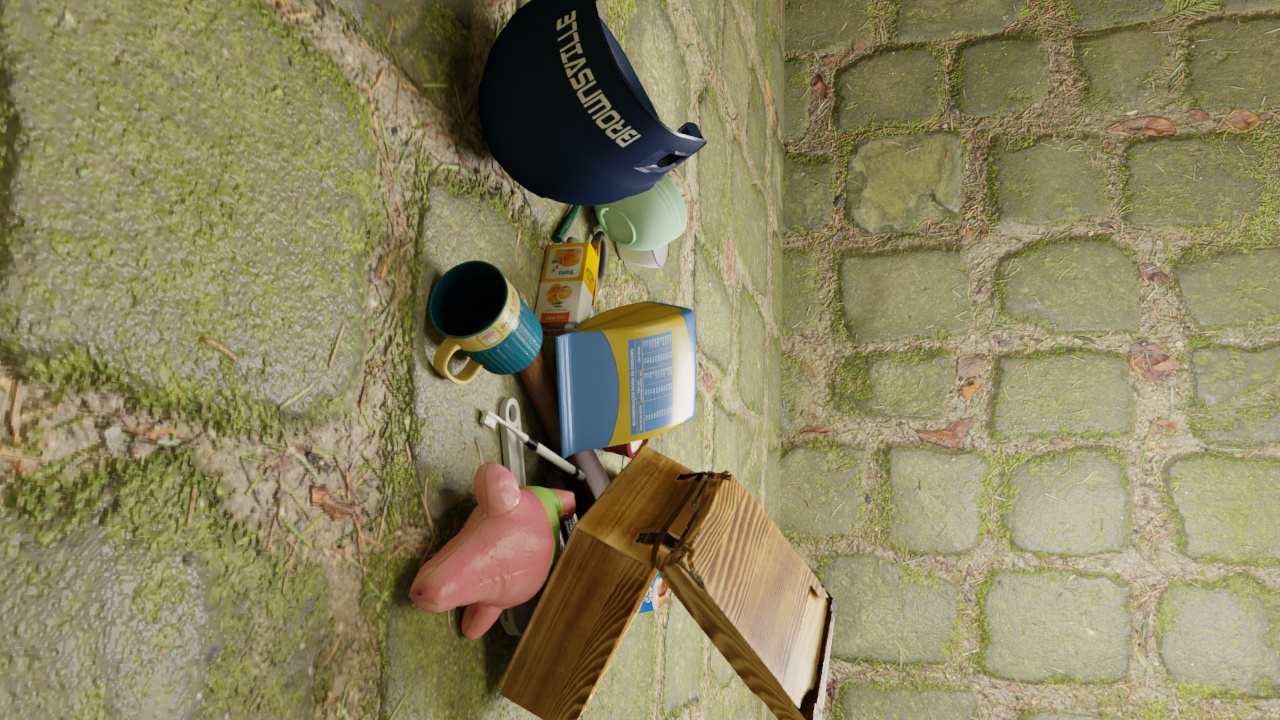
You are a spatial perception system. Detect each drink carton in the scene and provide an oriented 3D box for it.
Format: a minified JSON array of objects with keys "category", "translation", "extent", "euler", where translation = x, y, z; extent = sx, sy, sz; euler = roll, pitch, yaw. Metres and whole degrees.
[{"category":"drink carton","translation":[-0.094,-0.087,1.163],"extent":[0.040,0.059,0.122],"euler":[59,34,-58]}]

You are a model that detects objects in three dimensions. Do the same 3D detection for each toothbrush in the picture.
[{"category":"toothbrush","translation":[-0.121,0.102,1.053],"extent":[0.186,0.012,0.017],"euler":[41,63,-45]},{"category":"toothbrush","translation":[-0.088,-0.217,1.265],"extent":[0.189,0.016,0.017],"euler":[-71,156,-49]}]

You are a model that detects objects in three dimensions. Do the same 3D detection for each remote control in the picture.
[{"category":"remote control","translation":[-0.089,0.249,1.241],"extent":[0.030,0.009,0.140],"euler":[-67,151,-53]}]

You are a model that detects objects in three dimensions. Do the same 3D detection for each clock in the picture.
[{"category":"clock","translation":[-0.017,0.088,1.380],"extent":[0.096,0.048,0.138],"euler":[-18,119,-63]}]

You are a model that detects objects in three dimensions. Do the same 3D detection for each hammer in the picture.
[{"category":"hammer","translation":[-0.115,0.034,1.122],"extent":[0.157,0.037,0.301],"euler":[-74,156,-44]}]

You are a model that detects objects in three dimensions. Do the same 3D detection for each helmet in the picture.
[{"category":"helmet","translation":[-0.059,-0.284,1.010],"extent":[0.232,0.224,0.271],"euler":[60,33,-10]}]

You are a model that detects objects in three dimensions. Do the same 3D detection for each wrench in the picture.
[{"category":"wrench","translation":[-0.145,0.180,1.051],"extent":[0.086,0.018,0.273],"euler":[-22,108,-71]}]

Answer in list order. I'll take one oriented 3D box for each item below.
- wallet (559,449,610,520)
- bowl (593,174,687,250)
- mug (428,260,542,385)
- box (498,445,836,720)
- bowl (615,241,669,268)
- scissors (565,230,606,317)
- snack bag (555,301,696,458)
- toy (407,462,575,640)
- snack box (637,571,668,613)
[{"category":"wallet","translation":[-0.070,0.150,1.169],"extent":[0.091,0.018,0.116],"euler":[-74,154,-44]},{"category":"bowl","translation":[-0.013,-0.217,1.336],"extent":[0.076,0.151,0.151],"euler":[-46,140,-28]},{"category":"mug","translation":[-0.162,-0.027,0.924],"extent":[0.113,0.083,0.107],"euler":[-57,157,-11]},{"category":"box","translation":[0.071,0.276,1.048],"extent":[0.284,0.323,0.278],"euler":[-67,169,18]},{"category":"bowl","translation":[0.001,-0.205,1.476],"extent":[0.116,0.066,0.116],"euler":[-1,89,-73]},{"category":"scissors","translation":[-0.072,-0.096,1.310],"extent":[0.215,0.016,0.226],"euler":[-71,158,-50]},{"category":"snack bag","translation":[-0.027,0.021,1.145],"extent":[0.204,0.102,0.159],"euler":[-19,115,-45]},{"category":"toy","translation":[-0.149,0.197,0.916],"extent":[0.236,0.097,0.192],"euler":[-13,115,-63]},{"category":"snack box","translation":[-0.014,0.297,1.382],"extent":[0.202,0.069,0.155],"euler":[32,58,-70]}]
